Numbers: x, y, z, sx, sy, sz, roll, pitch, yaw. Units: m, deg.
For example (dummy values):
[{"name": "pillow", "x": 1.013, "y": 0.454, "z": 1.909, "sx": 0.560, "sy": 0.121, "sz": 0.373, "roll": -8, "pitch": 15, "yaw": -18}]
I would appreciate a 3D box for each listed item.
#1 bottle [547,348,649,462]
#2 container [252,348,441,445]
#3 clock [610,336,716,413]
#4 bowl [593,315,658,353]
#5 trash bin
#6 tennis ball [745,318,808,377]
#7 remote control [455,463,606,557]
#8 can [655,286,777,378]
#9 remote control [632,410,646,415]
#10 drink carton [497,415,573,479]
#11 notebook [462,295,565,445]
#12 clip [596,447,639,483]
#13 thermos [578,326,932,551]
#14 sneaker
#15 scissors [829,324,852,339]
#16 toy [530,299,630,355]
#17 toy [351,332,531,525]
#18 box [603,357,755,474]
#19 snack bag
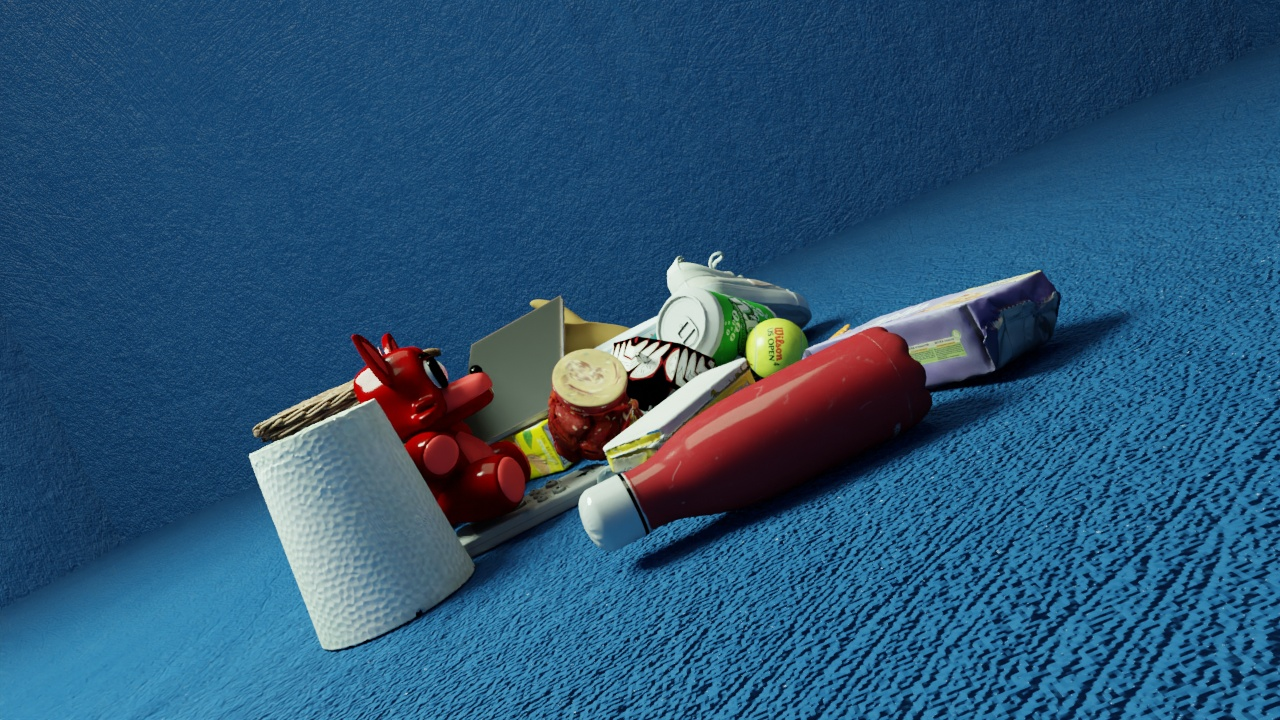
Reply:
[{"name": "bottle", "x": -0.042, "y": 0.053, "z": 0.879, "sx": 0.098, "sy": 0.099, "sz": 0.111, "roll": -27, "pitch": -33, "yaw": -25}, {"name": "container", "x": -0.286, "y": 0.105, "z": 1.034, "sx": 0.162, "sy": 0.183, "sz": 0.250, "roll": -23, "pitch": 7, "yaw": 0}, {"name": "clock", "x": 0.016, "y": 0.032, "z": 0.958, "sx": 0.114, "sy": 0.065, "sz": 0.155, "roll": 16, "pitch": -18, "yaw": -8}, {"name": "bowl", "x": -0.006, "y": 0.006, "z": 1.071, "sx": 0.144, "sy": 0.074, "sz": 0.144, "roll": -28, "pitch": 5, "yaw": 2}, {"name": "trash bin", "x": -0.227, "y": 0.125, "z": 0.737, "sx": 0.133, "sy": 0.161, "sz": 0.133, "roll": -24, "pitch": 6, "yaw": 2}, {"name": "tennis ball", "x": 0.143, "y": -0.012, "z": 0.963, "sx": 0.065, "sy": 0.065, "sz": 0.065, "roll": -24, "pitch": 6, "yaw": 2}, {"name": "remote control", "x": -0.097, "y": 0.133, "z": 0.843, "sx": 0.151, "sy": 0.019, "sz": 0.074, "roll": -25, "pitch": 6, "yaw": -14}, {"name": "can", "x": 0.089, "y": -0.029, "z": 1.017, "sx": 0.088, "sy": 0.087, "sz": 0.139, "roll": -19, "pitch": -19, "yaw": 40}, {"name": "remote control", "x": 0.003, "y": 0.060, "z": 1.079, "sx": 0.143, "sy": 0.024, "sz": 0.050, "roll": -24, "pitch": 5, "yaw": -19}, {"name": "drink carton", "x": -0.134, "y": 0.106, "z": 1.045, "sx": 0.135, "sy": 0.058, "sz": 0.042, "roll": -20, "pitch": 12, "yaw": 40}, {"name": "notebook", "x": -0.151, "y": 0.015, "z": 1.091, "sx": 0.141, "sy": 0.008, "sz": 0.208, "roll": -28, "pitch": 35, "yaw": 15}, {"name": "clip", "x": 0.052, "y": 0.069, "z": 0.801, "sx": 0.167, "sy": 0.028, "sz": 0.127, "roll": -19, "pitch": 6, "yaw": 36}, {"name": "thermos", "x": 0.072, "y": 0.057, "z": 0.601, "sx": 0.239, "sy": 0.073, "sz": 0.073, "roll": -25, "pitch": 6, "yaw": -9}, {"name": "sneaker", "x": 0.126, "y": -0.082, "z": 1.151, "sx": 0.241, "sy": 0.090, "sz": 0.090, "roll": 7, "pitch": -41, "yaw": -46}, {"name": "scissors", "x": 0.149, "y": 0.009, "z": 0.846, "sx": 0.133, "sy": 0.012, "sz": 0.097, "roll": -44, "pitch": 1, "yaw": 0}, {"name": "toy", "x": -0.060, "y": 0.015, "z": 1.201, "sx": 0.203, "sy": 0.198, "sz": 0.162, "roll": -4, "pitch": -7, "yaw": 4}, {"name": "toy", "x": -0.184, "y": 0.056, "z": 0.837, "sx": 0.120, "sy": 0.197, "sz": 0.158, "roll": -32, "pitch": 4, "yaw": 0}, {"name": "box", "x": 0.040, "y": 0.046, "z": 0.789, "sx": 0.064, "sy": 0.033, "sz": 0.208, "roll": -20, "pitch": 6, "yaw": 31}, {"name": "snack bag", "x": 0.219, "y": -0.012, "z": 0.716, "sx": 0.096, "sy": 0.058, "sz": 0.206, "roll": -22, "pitch": 1, "yaw": -29}]
